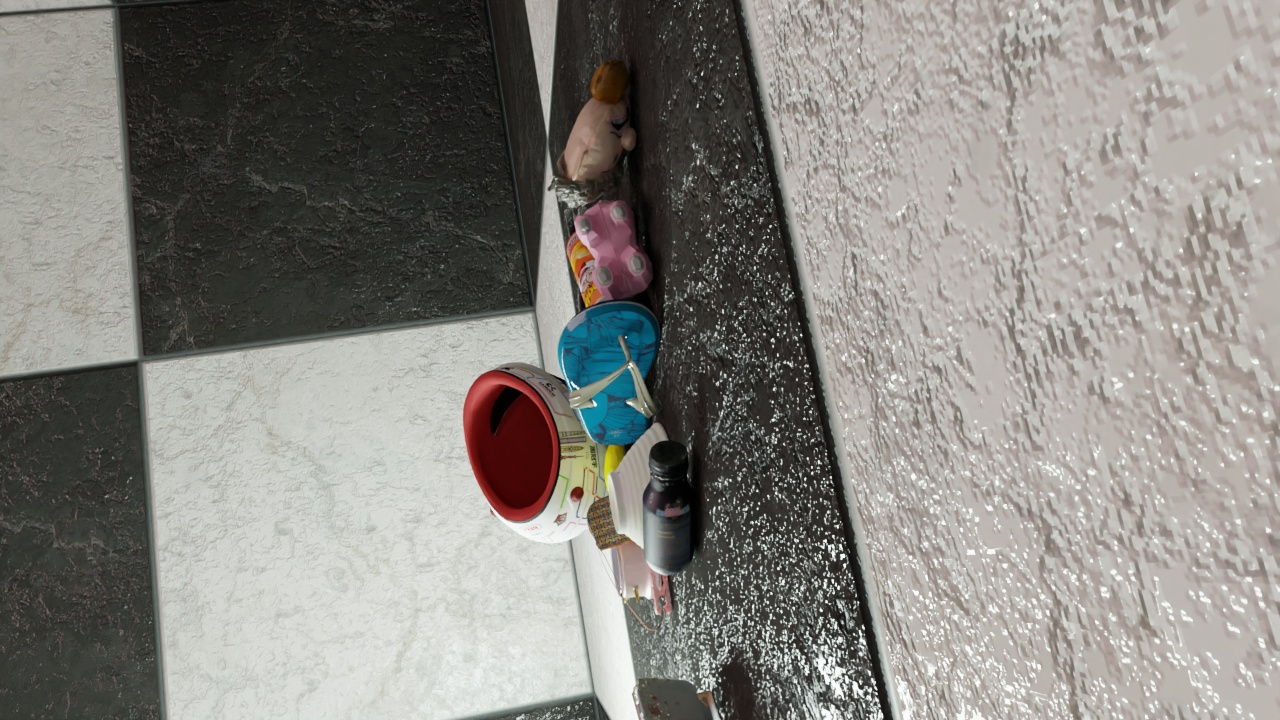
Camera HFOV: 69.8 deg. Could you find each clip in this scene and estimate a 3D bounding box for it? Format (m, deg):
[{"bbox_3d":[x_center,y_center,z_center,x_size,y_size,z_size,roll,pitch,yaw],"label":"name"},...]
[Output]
[{"bbox_3d":[0.021,0.307,1.213,0.023,0.039,0.059,137,121,-75],"label":"clip"}]

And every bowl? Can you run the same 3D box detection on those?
[{"bbox_3d":[0.001,0.167,1.109,0.177,0.071,0.177,172,91,-81],"label":"bowl"}]

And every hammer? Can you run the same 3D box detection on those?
[{"bbox_3d":[-0.084,-0.119,1.368,0.325,0.036,0.141,-101,4,-61],"label":"hammer"}]

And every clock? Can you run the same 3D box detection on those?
[{"bbox_3d":[-0.012,0.264,1.306,0.117,0.058,0.157,115,147,-73],"label":"clock"}]

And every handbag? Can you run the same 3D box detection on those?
[{"bbox_3d":[-0.005,0.263,1.198,0.043,0.093,0.195,84,168,-53],"label":"handbag"}]

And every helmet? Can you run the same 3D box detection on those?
[{"bbox_3d":[-0.162,0.154,1.587,0.235,0.231,0.314,-9,-96,-64],"label":"helmet"}]

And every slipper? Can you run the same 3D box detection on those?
[{"bbox_3d":[-0.035,0.036,1.085,0.295,0.118,0.060,87,-176,-55],"label":"slipper"}]

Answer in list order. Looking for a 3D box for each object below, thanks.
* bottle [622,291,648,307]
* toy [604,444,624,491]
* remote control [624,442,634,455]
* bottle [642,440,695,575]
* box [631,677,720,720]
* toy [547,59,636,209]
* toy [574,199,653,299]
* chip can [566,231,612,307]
[{"bbox_3d":[-0.014,-0.091,1.098,0.033,0.033,0.122,93,166,-50],"label":"bottle"},{"bbox_3d":[-0.036,0.172,1.426,0.096,0.041,0.094,93,170,-51],"label":"toy"},{"bbox_3d":[-0.008,0.144,1.270,0.140,0.021,0.045,-145,46,-84],"label":"remote control"},{"bbox_3d":[0.030,0.156,0.968,0.056,0.056,0.161,-110,15,-53],"label":"bottle"},{"bbox_3d":[0.055,0.440,0.946,0.217,0.094,0.121,-111,13,-56],"label":"box"},{"bbox_3d":[-0.041,-0.247,1.012,0.132,0.076,0.176,-66,-4,-47],"label":"toy"},{"bbox_3d":[-0.029,-0.130,1.042,0.157,0.067,0.123,-25,-85,-86],"label":"toy"},{"bbox_3d":[-0.052,-0.108,1.214,0.210,0.062,0.062,-113,17,-57],"label":"chip can"}]
